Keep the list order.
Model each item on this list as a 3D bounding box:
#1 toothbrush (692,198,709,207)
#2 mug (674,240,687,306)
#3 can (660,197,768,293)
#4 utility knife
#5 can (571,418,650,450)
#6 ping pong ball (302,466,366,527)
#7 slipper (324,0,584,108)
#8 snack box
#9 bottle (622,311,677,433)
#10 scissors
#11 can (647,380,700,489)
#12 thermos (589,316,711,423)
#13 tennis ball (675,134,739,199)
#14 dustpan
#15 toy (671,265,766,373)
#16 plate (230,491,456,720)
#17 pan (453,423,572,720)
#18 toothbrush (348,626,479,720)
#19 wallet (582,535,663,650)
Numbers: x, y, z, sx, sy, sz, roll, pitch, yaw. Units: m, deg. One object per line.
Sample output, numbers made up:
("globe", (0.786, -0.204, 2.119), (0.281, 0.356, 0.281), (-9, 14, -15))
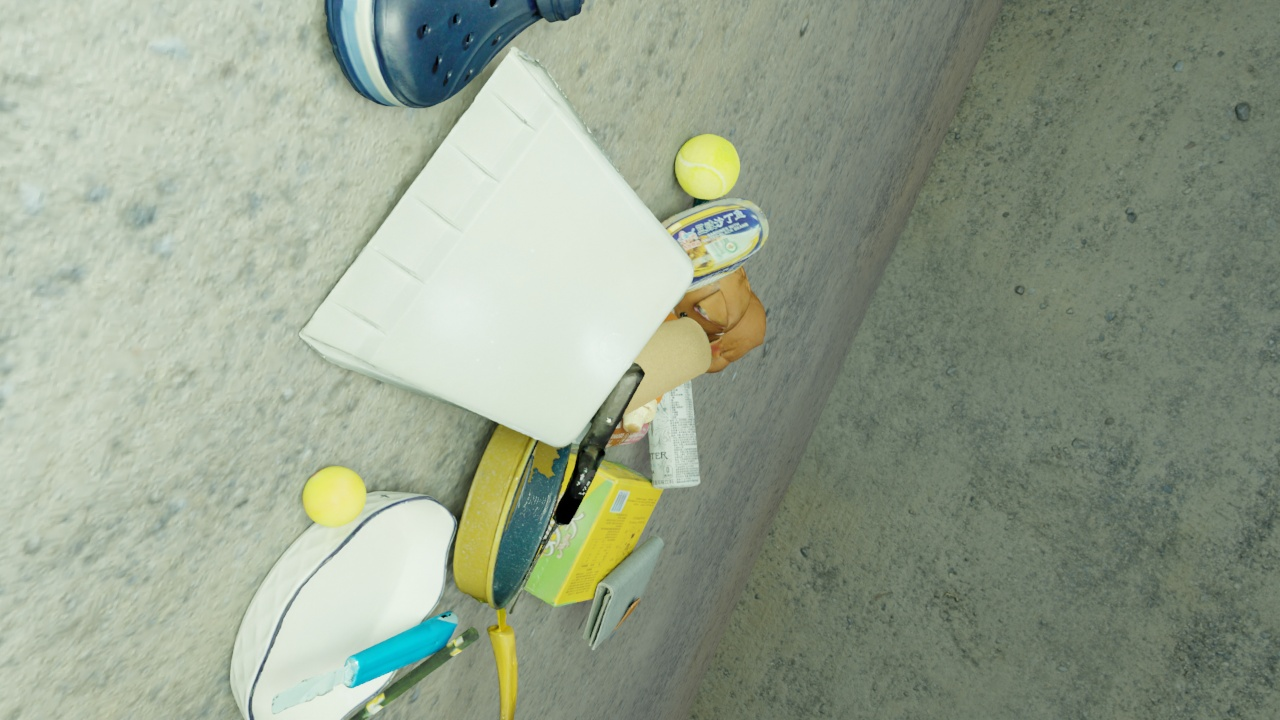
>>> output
("toothbrush", (0.032, -0.130, 0.995), (0.191, 0.016, 0.018), (-53, 168, -32))
("mug", (-0.022, -0.077, 0.841), (0.124, 0.083, 0.103), (-41, 162, 9))
("can", (0.063, -0.118, 0.943), (0.147, 0.074, 0.049), (-23, 172, -27))
("utility knife", (-0.198, 0.222, 0.678), (0.034, 0.018, 0.223), (-65, 163, 4))
("can", (-0.038, 0.065, 0.988), (0.058, 0.058, 0.147), (-67, 161, 6))
("ping pong ball", (-0.203, 0.090, 0.608), (0.040, 0.040, 0.040), (-52, 157, -33))
("slipper", (-0.065, -0.223, 0.506), (0.252, 0.095, 0.105), (-58, 158, -28))
("snack box", (-0.058, 0.199, 1.083), (0.157, 0.070, 0.210), (-64, 162, -2))
("bottle", (0.005, 0.013, 0.966), (0.067, 0.067, 0.149), (90, 11, -52))
("scissors", (-0.054, 0.099, 0.712), (0.220, 0.021, 0.232), (-62, -179, -10))
("can", (0.037, 0.080, 1.108), (0.058, 0.058, 0.146), (14, 70, -71))
("thermos", (-0.005, 0.005, 0.888), (0.143, 0.093, 0.093), (-21, 138, -31))
("tennis ball", (0.068, -0.196, 0.928), (0.065, 0.065, 0.066), (-52, 157, -33))
("dustpan", (-0.082, -0.055, 0.668), (0.257, 0.143, 0.222), (37, 89, -32))
("toy", (0.078, -0.068, 1.058), (0.199, 0.130, 0.140), (64, 14, -72))
("plate", (-0.218, 0.185, 0.680), (0.204, 0.045, 0.205), (-51, 157, -33))
("pan", (-0.116, 0.205, 0.833), (0.197, 0.078, 0.357), (-10, 116, -81))
("toothbrush", (-0.207, 0.275, 0.750), (0.186, 0.012, 0.017), (-37, 168, 3))
("wallet", (-0.019, 0.289, 1.137), (0.129, 0.037, 0.107), (-31, 143, -57))
